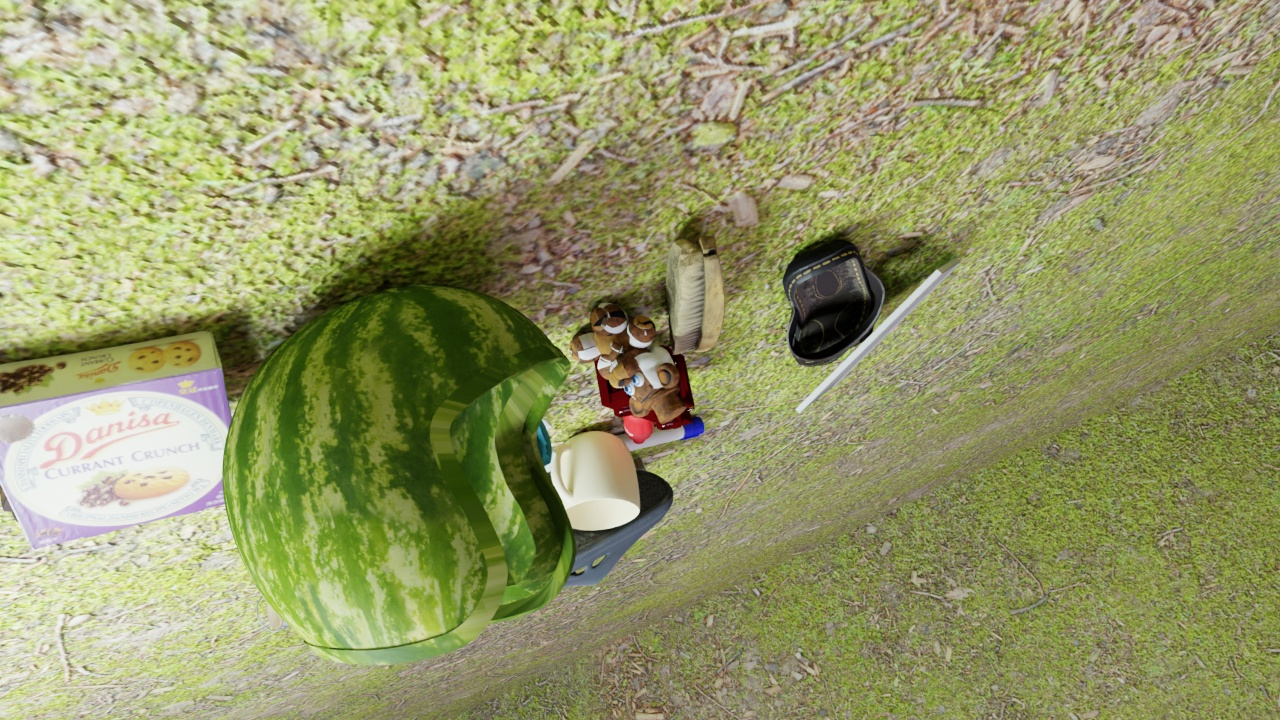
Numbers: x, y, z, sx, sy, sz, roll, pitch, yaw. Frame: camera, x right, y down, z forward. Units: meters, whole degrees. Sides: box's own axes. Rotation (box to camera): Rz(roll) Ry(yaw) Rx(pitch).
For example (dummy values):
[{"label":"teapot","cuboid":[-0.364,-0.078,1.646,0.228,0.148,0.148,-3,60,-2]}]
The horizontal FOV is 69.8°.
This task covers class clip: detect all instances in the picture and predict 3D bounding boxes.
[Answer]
[{"label":"clip","cuboid":[-0.102,0.038,0.785,0.028,0.127,0.113,-34,146,27]}]

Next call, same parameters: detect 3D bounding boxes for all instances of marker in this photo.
[{"label":"marker","cuboid":[0.019,0.097,1.168,0.133,0.023,0.027,-11,142,-27]}]

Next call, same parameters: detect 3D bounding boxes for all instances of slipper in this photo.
[{"label":"slipper","cuboid":[0.200,-0.040,0.952,0.113,0.075,0.268,-24,158,5]},{"label":"slipper","cuboid":[-0.072,0.223,1.146,0.267,0.111,0.083,-23,130,-35]}]

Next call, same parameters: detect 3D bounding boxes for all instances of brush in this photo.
[{"label":"brush","cuboid":[0.046,-0.052,0.802,0.043,0.059,0.196,-9,159,-3]}]

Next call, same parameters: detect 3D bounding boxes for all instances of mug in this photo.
[{"label":"mug","cuboid":[-0.061,0.132,1.076,0.096,0.099,0.120,-29,143,31]}]

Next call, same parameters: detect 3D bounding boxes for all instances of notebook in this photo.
[{"label":"notebook","cuboid":[0.263,-0.029,1.011,0.210,0.009,0.142,-49,168,26]}]

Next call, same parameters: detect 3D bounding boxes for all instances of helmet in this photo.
[{"label":"helmet","cuboid":[-0.166,0.072,0.642,0.243,0.247,0.213,-5,173,12]}]

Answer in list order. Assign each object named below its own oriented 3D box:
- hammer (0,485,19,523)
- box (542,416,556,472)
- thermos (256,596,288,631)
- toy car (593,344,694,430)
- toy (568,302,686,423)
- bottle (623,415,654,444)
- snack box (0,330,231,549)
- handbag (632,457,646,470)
[{"label":"hammer","cuboid":[-0.354,0.091,0.788,0.322,0.033,0.116,-1,152,-44]},{"label":"box","cuboid":[-0.160,0.102,0.925,0.166,0.083,0.092,-23,176,-3]},{"label":"thermos","cuboid":[-0.405,0.326,1.245,0.230,0.061,0.061,2,148,-46]},{"label":"toy car","cuboid":[0.016,0.026,0.937,0.062,0.070,0.169,-18,161,22]},{"label":"toy","cuboid":[-0.005,0.005,0.821,0.067,0.112,0.087,-20,161,-39]},{"label":"bottle","cuboid":[-0.002,0.073,1.076,0.036,0.036,0.119,-19,159,-8]},{"label":"snack box","cuboid":[-0.358,0.055,0.633,0.143,0.040,0.148,-12,139,-24]},{"label":"handbag","cuboid":[-0.080,0.197,1.278,0.124,0.047,0.186,-8,155,-34]}]
